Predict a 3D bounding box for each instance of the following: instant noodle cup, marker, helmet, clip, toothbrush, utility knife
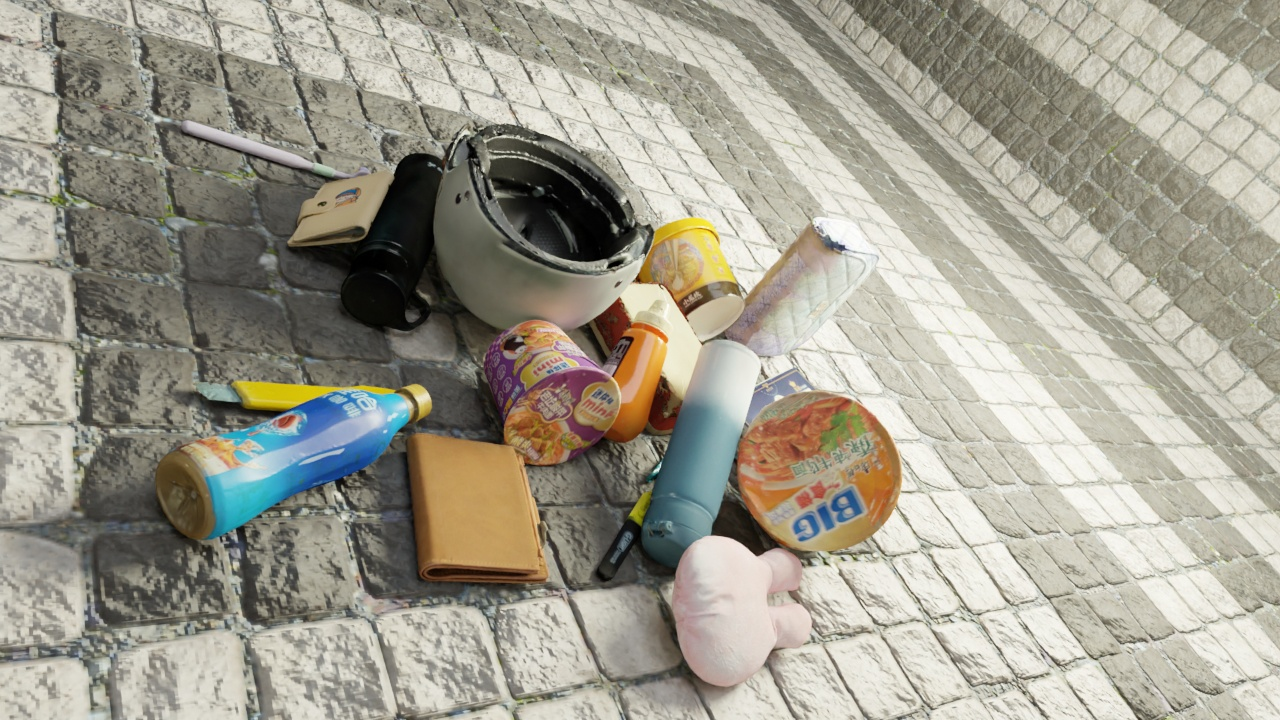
[{"bbox_3d":[0.063,-0.093,1.122,0.118,0.119,0.114,0,54,-43],"label":"instant noodle cup"},{"bbox_3d":[-0.089,0.022,0.838,0.111,0.112,0.099,5,35,-38],"label":"instant noodle cup"},{"bbox_3d":[-0.010,0.154,0.815,0.018,0.015,0.123,33,33,4],"label":"marker"},{"bbox_3d":[-0.115,-0.120,0.942,0.230,0.157,0.273,26,25,-18],"label":"helmet"},{"bbox_3d":[0.024,0.109,0.908,0.047,0.014,0.056,35,31,4],"label":"clip"},{"bbox_3d":[-0.380,-0.218,0.965,0.189,0.029,0.021,13,76,-30],"label":"toothbrush"},{"bbox_3d":[0.167,0.117,0.890,0.151,0.151,0.111,46,-11,17],"label":"instant noodle cup"},{"bbox_3d":[-0.265,0.031,0.743,0.180,0.015,0.033,7,36,-36],"label":"utility knife"}]

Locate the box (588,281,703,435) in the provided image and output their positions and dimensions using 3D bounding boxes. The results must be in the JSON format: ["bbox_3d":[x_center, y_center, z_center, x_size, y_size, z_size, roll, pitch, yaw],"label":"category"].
[{"bbox_3d":[0.021,-0.011,0.985,0.091,0.076,0.168,-5,54,-40],"label":"box"}]

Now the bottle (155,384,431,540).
[{"bbox_3d":[-0.240,0.062,0.678,0.065,0.065,0.218,44,32,14],"label":"bottle"}]

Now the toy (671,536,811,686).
[{"bbox_3d":[0.087,0.209,0.777,0.159,0.054,0.121,8,69,-42],"label":"toy"}]

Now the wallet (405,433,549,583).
[{"bbox_3d":[-0.131,0.118,0.736,0.107,0.031,0.131,10,40,-29],"label":"wallet"}]

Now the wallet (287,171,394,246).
[{"bbox_3d":[-0.297,-0.150,0.906,0.087,0.024,0.115,-11,38,9],"label":"wallet"}]

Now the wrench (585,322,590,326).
[{"bbox_3d":[-0.017,-0.029,1.050,0.273,0.016,0.056,30,37,-7],"label":"wrench"}]

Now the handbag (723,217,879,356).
[{"bbox_3d":[0.206,-0.089,1.166,0.134,0.194,0.075,1,48,-42],"label":"handbag"}]

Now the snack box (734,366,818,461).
[{"bbox_3d":[0.188,0.101,1.038,0.182,0.046,0.177,46,33,17],"label":"snack box"}]

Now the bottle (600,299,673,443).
[{"bbox_3d":[-0.005,0.005,0.907,0.066,0.067,0.149,28,70,-11],"label":"bottle"}]

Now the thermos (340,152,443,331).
[{"bbox_3d":[-0.237,-0.120,0.934,0.090,0.068,0.242,53,23,-32],"label":"thermos"}]

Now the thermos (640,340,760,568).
[{"bbox_3d":[0.057,0.085,0.855,0.070,0.070,0.219,28,58,-11],"label":"thermos"}]
